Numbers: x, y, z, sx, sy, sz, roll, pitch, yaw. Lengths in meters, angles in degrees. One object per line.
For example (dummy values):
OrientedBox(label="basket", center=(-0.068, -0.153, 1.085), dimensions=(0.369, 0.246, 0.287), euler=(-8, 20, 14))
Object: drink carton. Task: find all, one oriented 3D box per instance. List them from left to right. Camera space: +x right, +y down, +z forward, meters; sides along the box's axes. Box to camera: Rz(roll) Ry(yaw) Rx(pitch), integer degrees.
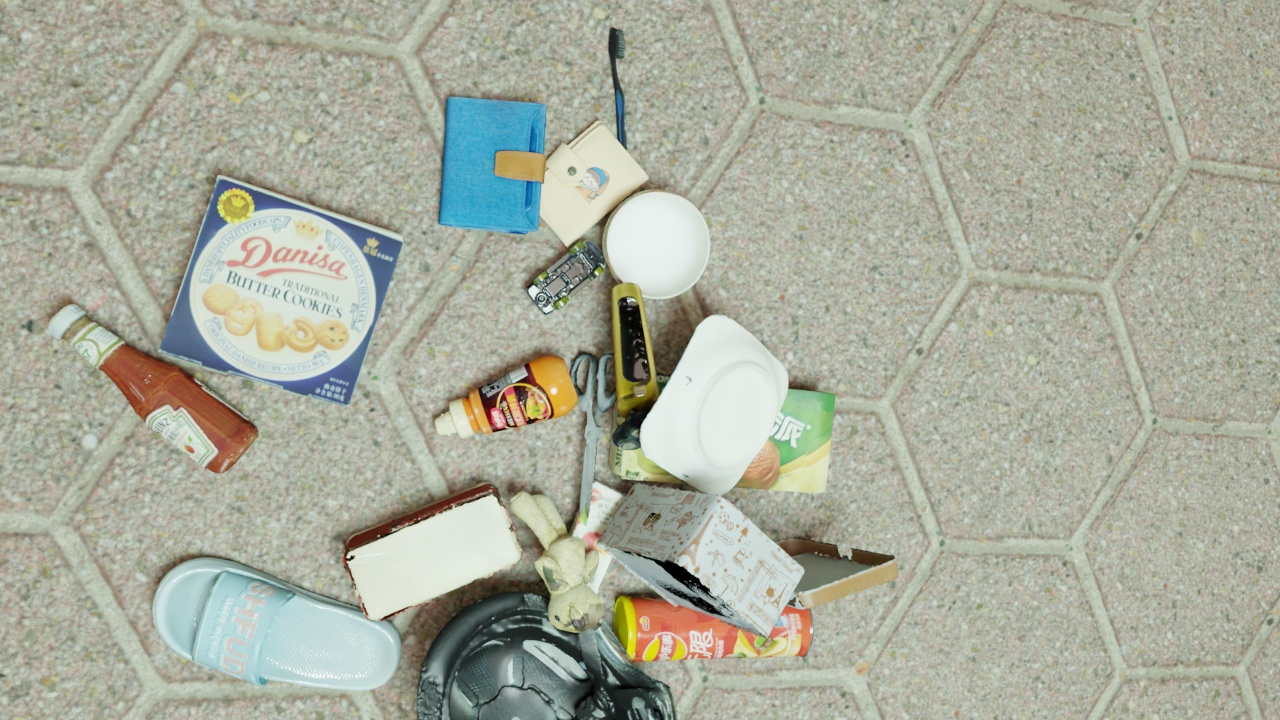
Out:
OrientedBox(label="drink carton", center=(-0.052, 0.195, 0.991), dimensions=(0.053, 0.045, 0.122), euler=(24, 87, -5))

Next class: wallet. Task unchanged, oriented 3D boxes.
OrientedBox(label="wallet", center=(-0.150, -0.198, 0.936), dimensions=(0.106, 0.040, 0.133), euler=(5, 93, -1))
OrientedBox(label="wallet", center=(-0.062, -0.189, 0.966), dimensions=(0.115, 0.024, 0.087), euler=(-40, 94, 1))

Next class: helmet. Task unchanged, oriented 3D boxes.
OrientedBox(label="helmet", center=(-0.106, 0.375, 0.931), dimensions=(0.274, 0.157, 0.229), euler=(34, 53, -1))

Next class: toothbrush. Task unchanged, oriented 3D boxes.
OrientedBox(label="toothbrush", center=(-0.019, -0.258, 0.980), dimensions=(0.016, 0.014, 0.189), euler=(-9, 98, -39))

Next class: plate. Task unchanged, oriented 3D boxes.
OrientedBox(label="plate", center=(0.088, 0.052, 0.921), dimensions=(0.163, 0.034, 0.164), euler=(35, 81, -40))

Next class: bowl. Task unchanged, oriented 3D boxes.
OrientedBox(label="bowl", center=(0.011, -0.122, 0.973), dimensions=(0.113, 0.062, 0.113), euler=(-1, 96, -14))

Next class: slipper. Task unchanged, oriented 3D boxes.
OrientedBox(label="slipper", center=(-0.359, 0.275, 0.909), dimensions=(0.245, 0.074, 0.104), euler=(21, 90, -16))

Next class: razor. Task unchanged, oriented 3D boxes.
OrientedBox(label="razor", center=(-0.005, 0.005, 0.920), dimensions=(0.062, 0.067, 0.167), euler=(-7, 86, -1))

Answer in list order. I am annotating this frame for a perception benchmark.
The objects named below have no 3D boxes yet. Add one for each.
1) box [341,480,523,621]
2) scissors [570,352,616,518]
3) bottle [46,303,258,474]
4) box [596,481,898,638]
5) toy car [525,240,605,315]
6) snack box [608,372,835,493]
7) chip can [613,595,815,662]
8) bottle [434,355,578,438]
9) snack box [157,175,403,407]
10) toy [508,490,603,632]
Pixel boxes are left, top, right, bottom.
OrientedBox(label="box", center=(-0.210, 0.196, 0.936), dimensions=(0.168, 0.079, 0.091), euler=(-21, 98, -11))
OrientedBox(label="scissors", center=(-0.044, 0.077, 0.964), dimensions=(0.136, 0.014, 0.174), euler=(-35, 66, 25))
OrientedBox(label="bottle", center=(-0.462, 0.025, 0.870), dimensions=(0.206, 0.060, 0.059), euler=(42, 84, -13))
OrientedBox(label="box", center=(0.107, 0.208, 0.935), dimensions=(0.273, 0.179, 0.126), euler=(17, 79, -28))
OrientedBox(label="toy car", center=(-0.078, -0.089, 0.967), dimensions=(0.090, 0.035, 0.042), euler=(-41, 104, -8))
OrientedBox(label="snack box", center=(0.090, 0.079, 1.007), dimensions=(0.240, 0.063, 0.114), euler=(6, 90, -13))
OrientedBox(label="chip can", center=(0.081, 0.298, 1.020), dimensions=(0.216, 0.073, 0.073), euler=(4, 93, -15))
OrientedBox(label="bottle", center=(-0.142, 0.045, 0.953), dimensions=(0.149, 0.067, 0.067), euler=(-20, 99, -4))
OrientedBox(label="snack box", center=(-0.347, -0.066, 0.899), dimensions=(0.178, 0.046, 0.182), euler=(18, 91, -15))
OrientedBox(label="toy", center=(-0.086, 0.200, 0.922), dimensions=(0.066, 0.105, 0.157), euler=(-35, 66, 13))
